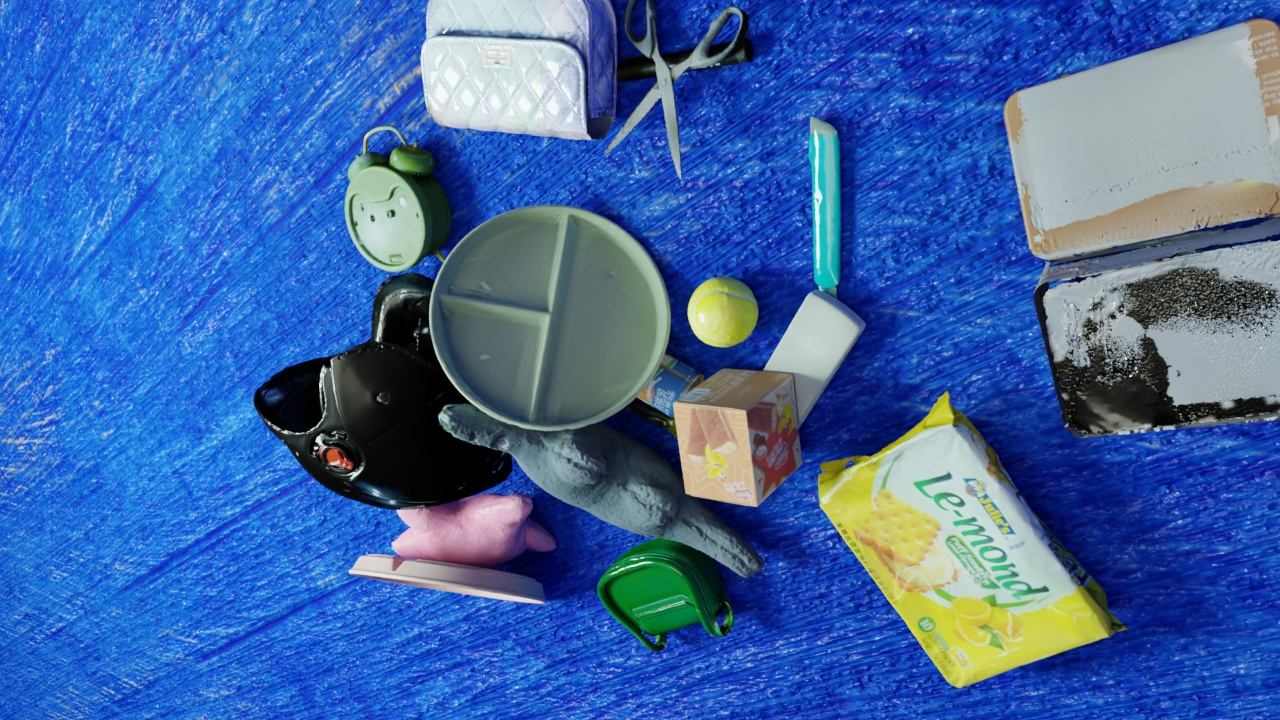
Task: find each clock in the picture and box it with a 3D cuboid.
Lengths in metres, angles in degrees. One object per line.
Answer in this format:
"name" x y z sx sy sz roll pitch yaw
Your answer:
"clock" -0.269 -0.177 1.013 0.116 0.056 0.161 -2 107 30

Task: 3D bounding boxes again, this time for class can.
"can" -0.006 0.005 0.927 0.134 0.053 0.053 30 120 18

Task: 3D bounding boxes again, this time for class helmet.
"helmet" -0.256 0.048 0.977 0.275 0.233 0.230 -14 112 4

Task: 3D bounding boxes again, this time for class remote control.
"remote control" 0.150 0.006 0.851 0.058 0.021 0.150 39 128 17

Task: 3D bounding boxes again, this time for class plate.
"plate" -0.086 -0.042 0.882 0.230 0.229 0.027 46 164 8
"plate" -0.221 0.255 1.072 0.230 0.229 0.028 -2 70 31

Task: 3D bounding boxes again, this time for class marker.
"marker" 0.038 -0.268 0.820 0.132 0.020 0.022 1 79 31

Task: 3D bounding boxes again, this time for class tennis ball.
"tennis ball" 0.077 -0.045 0.853 0.065 0.065 0.065 11 113 27

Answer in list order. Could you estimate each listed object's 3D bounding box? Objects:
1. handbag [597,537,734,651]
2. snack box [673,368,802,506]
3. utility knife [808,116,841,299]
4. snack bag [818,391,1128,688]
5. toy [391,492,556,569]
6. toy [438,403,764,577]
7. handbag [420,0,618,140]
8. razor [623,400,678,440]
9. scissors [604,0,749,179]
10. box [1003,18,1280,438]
"handbag" 0.028 0.254 0.993 0.132 0.067 0.120 -30 92 35
"snack box" 0.091 0.068 0.845 0.077 0.092 0.094 4 112 36
"utility knife" 0.163 -0.116 0.807 0.029 0.013 0.193 8 112 31
"snack bag" 0.282 0.163 0.809 0.158 0.068 0.246 -38 87 35
"toy" -0.200 0.206 1.079 0.195 0.074 0.179 -5 144 6
"toy" -0.038 0.117 0.929 0.356 0.138 0.091 28 96 -15
"handbag" -0.119 -0.284 0.872 0.194 0.075 0.134 12 114 27
"razor" 0.012 0.055 0.956 0.143 0.022 0.043 23 116 22
"scissors" 0.027 -0.247 0.809 0.160 0.014 0.177 -11 86 33
"box" 0.371 -0.087 0.653 0.178 0.088 0.262 -10 104 34
